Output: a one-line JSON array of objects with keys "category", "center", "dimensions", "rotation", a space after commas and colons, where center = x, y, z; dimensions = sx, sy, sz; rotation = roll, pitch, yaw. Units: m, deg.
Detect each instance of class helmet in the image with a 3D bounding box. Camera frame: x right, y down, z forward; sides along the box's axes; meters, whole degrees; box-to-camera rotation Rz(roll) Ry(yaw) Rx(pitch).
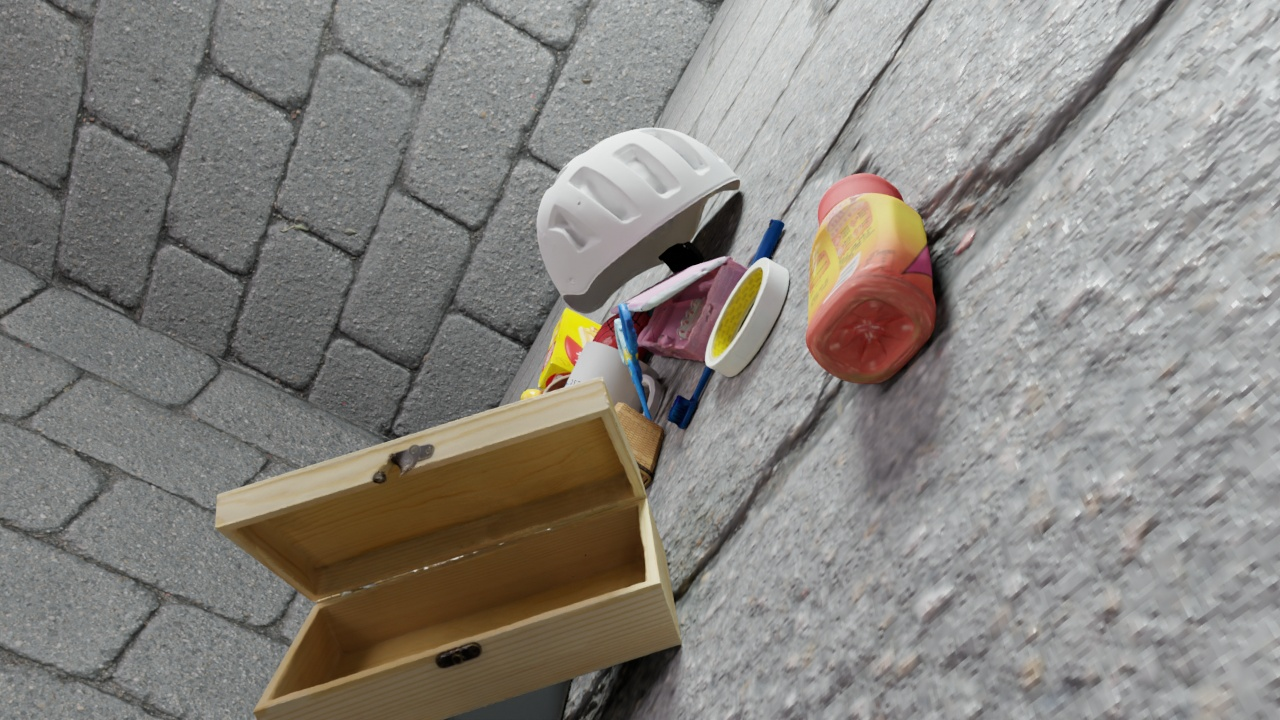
[{"category": "helmet", "center": [-0.010, -0.158, 1.034], "dimensions": [0.224, 0.184, 0.282], "rotation": [-40, 18, -9]}]

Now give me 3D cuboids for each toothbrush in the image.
[{"category": "toothbrush", "center": [0.070, -0.031, 0.755], "dimensions": [0.190, 0.017, 0.016], "rotation": [-63, 10, -2]}]

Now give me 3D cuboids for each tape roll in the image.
[{"category": "tape roll", "center": [0.080, -0.033, 0.700], "dimensions": [0.094, 0.019, 0.094], "rotation": [-60, 10, 18]}]

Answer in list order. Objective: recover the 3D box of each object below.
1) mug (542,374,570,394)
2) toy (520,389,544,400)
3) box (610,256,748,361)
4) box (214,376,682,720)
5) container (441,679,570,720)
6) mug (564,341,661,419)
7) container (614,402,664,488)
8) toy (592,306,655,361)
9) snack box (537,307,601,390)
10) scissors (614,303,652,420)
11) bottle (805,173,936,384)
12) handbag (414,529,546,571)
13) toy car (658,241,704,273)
[{"category": "mug", "center": [-0.071, 0.074, 1.067], "dimensions": [0.104, 0.085, 0.111], "rotation": [120, 147, -86]}, {"category": "toy", "center": [-0.142, 0.119, 1.229], "dimensions": [0.147, 0.098, 0.217], "rotation": [-69, 12, -21]}, {"category": "box", "center": [0.026, -0.058, 0.875], "dimensions": [0.099, 0.080, 0.233], "rotation": [-64, 9, -1]}, {"category": "box", "center": [-0.114, 0.129, 0.588], "dimensions": [0.142, 0.248, 0.179], "rotation": [61, -168, -85]}, {"category": "container", "center": [-0.138, 0.269, 0.663], "dimensions": [0.071, 0.145, 0.187], "rotation": [-51, 14, 36]}, {"category": "mug", "center": [-0.027, 0.045, 0.917], "dimensions": [0.120, 0.083, 0.096], "rotation": [12, 73, 51]}, {"category": "container", "center": [-0.026, 0.090, 0.820], "dimensions": [0.114, 0.063, 0.061], "rotation": [-51, 8, 51]}, {"category": "toy", "center": [-0.014, -0.032, 1.086], "dimensions": [0.092, 0.062, 0.132], "rotation": [-42, 10, 47]}, {"category": "snack box", "center": [-0.078, -0.001, 1.227], "dimensions": [0.042, 0.092, 0.200], "rotation": [-59, 10, 21]}, {"category": "scissors", "center": [-0.007, 0.010, 0.855], "dimensions": [0.109, 0.018, 0.131], "rotation": [-136, 33, -80]}, {"category": "bottle", "center": [0.115, -0.049, 0.472], "dimensions": [0.072, 0.048, 0.134], "rotation": [-56, 12, 36]}, {"category": "handbag", "center": [-0.172, 0.184, 1.064], "dimensions": [0.195, 0.101, 0.197], "rotation": [-26, 42, 45]}, {"category": "toy car", "center": [0.050, -0.112, 1.013], "dimensions": [0.036, 0.042, 0.092], "rotation": [-41, 7, -7]}]
